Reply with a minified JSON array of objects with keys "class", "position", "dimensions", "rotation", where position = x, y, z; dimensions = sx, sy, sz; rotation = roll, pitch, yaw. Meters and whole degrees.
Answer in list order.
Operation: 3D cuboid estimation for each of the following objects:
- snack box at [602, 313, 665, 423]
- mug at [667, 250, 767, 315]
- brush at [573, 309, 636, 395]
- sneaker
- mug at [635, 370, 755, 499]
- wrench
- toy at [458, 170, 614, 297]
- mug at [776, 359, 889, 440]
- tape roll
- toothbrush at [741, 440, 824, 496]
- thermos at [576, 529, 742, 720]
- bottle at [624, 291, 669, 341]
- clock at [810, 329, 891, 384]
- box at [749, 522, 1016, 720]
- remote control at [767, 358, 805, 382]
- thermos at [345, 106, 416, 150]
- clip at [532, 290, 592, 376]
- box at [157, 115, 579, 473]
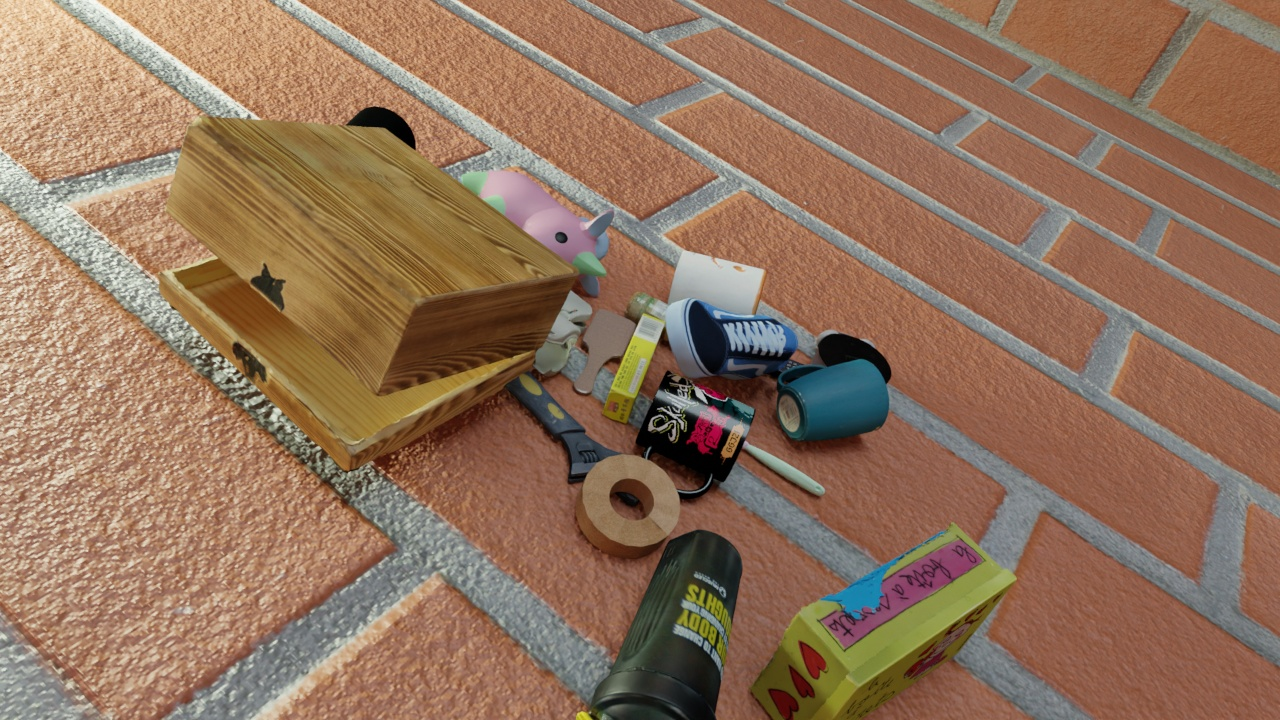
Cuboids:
[{"class":"snack box","position":[-0.006,0.006,1.010],"dimensions":[0.029,0.040,0.147],"rotation":[21,38,1]},{"class":"mug","position":[0.093,-0.082,1.114],"dimensions":[0.105,0.082,0.082],"rotation":[15,38,7]},{"class":"brush","position":[-0.047,-0.006,1.030],"dimensions":[0.050,0.015,0.135],"rotation":[22,45,1]},{"class":"sneaker","position":[0.106,-0.027,0.968],"dimensions":[0.241,0.098,0.083],"rotation":[12,64,-65]},{"class":"mug","position":[0.048,0.082,0.926],"dimensions":[0.098,0.082,0.117],"rotation":[24,66,3]},{"class":"wrench","position":[-0.094,0.050,0.933],"dimensions":[0.073,0.022,0.273],"rotation":[-24,57,-40]},{"class":"toy","position":[-0.129,-0.166,1.108],"dimensions":[0.171,0.120,0.222],"rotation":[-1,39,-18]},{"class":"mug","position":[0.204,0.042,1.036],"dimensions":[0.104,0.085,0.112],"rotation":[-12,36,-23]},{"class":"tape roll","position":[-0.012,0.135,0.852],"dimensions":[0.094,0.027,0.093],"rotation":[10,53,-13]},{"class":"toothbrush","position":[0.128,0.101,0.981],"dimensions":[0.155,0.015,0.022],"rotation":[31,75,13]},{"class":"thermos","position":[0.025,0.231,0.726],"dimensions":[0.098,0.098,0.220],"rotation":[23,35,3]},{"class":"bottle","position":[0.035,-0.041,1.082],"dimensions":[0.111,0.043,0.042],"rotation":[29,39,12]},{"class":"clock","position":[0.257,0.004,1.136],"dimensions":[0.094,0.035,0.122],"rotation":[15,38,-7]},{"class":"box","position":[0.206,0.234,0.778],"dimensions":[0.220,0.125,0.079],"rotation":[-16,50,-39]},{"class":"remote control","position":[0.141,-0.003,1.107],"dimensions":[0.136,0.015,0.032],"rotation":[22,39,5]},{"class":"thermos","position":[-0.343,-0.221,1.085],"dimensions":[0.086,0.086,0.198],"rotation":[19,39,-3]},{"class":"clip","position":[-0.121,-0.038,1.006],"dimensions":[0.126,0.101,0.152],"rotation":[40,11,18]},{"class":"box","position":[-0.246,-0.074,0.848],"dimensions":[0.279,0.192,0.250],"rotation":[36,27,18]}]
